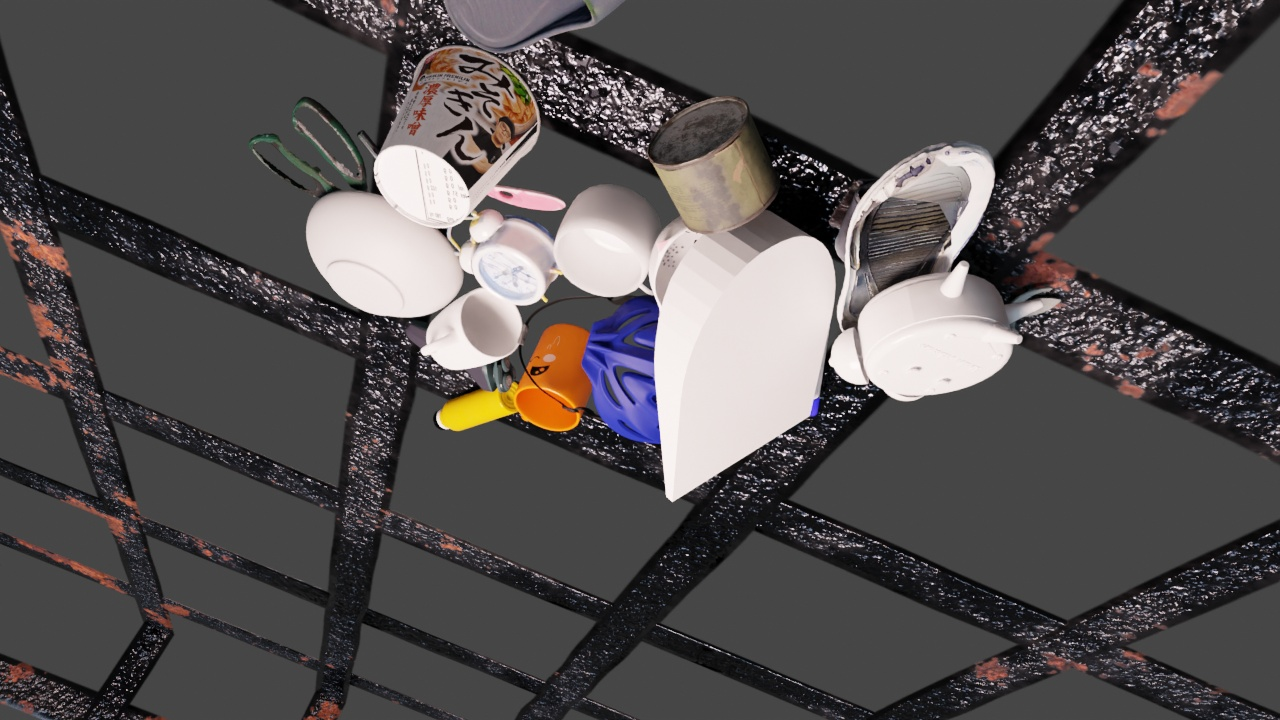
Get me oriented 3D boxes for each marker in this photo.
[{"bbox_3d":[-0.240,-0.173,0.943,0.011,0.011,0.152,-9,133,32],"label":"marker"},{"bbox_3d":[0.184,0.008,0.963,0.020,0.020,0.142,10,141,13],"label":"marker"}]

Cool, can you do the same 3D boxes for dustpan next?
[{"bbox_3d":[0.092,-0.013,0.851,0.053,0.191,0.258,40,144,35],"label":"dustpan"}]

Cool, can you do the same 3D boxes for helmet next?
[{"bbox_3d":[-0.006,0.005,0.952,0.228,0.147,0.241,14,175,34],"label":"helmet"}]

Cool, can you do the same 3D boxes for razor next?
[{"bbox_3d":[-0.217,-0.007,1.109,0.143,0.047,0.052,26,117,-3],"label":"razor"}]

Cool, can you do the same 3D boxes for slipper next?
[{"bbox_3d":[0.219,-0.103,0.779,0.111,0.063,0.264,-7,150,3],"label":"slipper"},{"bbox_3d":[-0.058,-0.294,0.663,0.269,0.083,0.110,-16,127,39],"label":"slipper"}]

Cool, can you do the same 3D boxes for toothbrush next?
[{"bbox_3d":[-0.139,-0.167,0.902,0.135,0.016,0.022,15,143,7],"label":"toothbrush"}]

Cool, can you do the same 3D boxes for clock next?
[{"bbox_3d":[-0.141,-0.109,0.946,0.125,0.051,0.089,29,142,-6],"label":"clock"},{"bbox_3d":[0.256,-0.013,0.805,0.125,0.072,0.161,18,145,-31],"label":"clock"}]

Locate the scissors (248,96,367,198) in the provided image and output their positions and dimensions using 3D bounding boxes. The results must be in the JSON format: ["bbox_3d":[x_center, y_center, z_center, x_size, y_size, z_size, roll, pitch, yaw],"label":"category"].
[{"bbox_3d":[-0.295,-0.188,0.948,0.209,0.015,0.138,35,138,-20],"label":"scissors"}]

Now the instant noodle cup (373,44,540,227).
[{"bbox_3d":[-0.166,-0.188,0.803,0.124,0.121,0.124,12,141,10],"label":"instant noodle cup"}]

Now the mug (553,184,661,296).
[{"bbox_3d":[-0.022,-0.109,0.877,0.115,0.067,0.095,37,139,-20],"label":"mug"}]

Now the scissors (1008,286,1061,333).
[{"bbox_3d":[0.313,-0.029,0.864,0.126,0.019,0.155,12,139,8],"label":"scissors"}]

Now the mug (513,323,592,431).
[{"bbox_3d":[-0.100,0.026,1.050,0.077,0.095,0.113,34,140,-17],"label":"mug"}]

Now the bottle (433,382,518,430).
[{"bbox_3d":[-0.214,0.062,1.186,0.144,0.043,0.043,-19,128,39],"label":"bottle"}]

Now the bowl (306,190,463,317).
[{"bbox_3d":[-0.285,-0.099,0.992,0.177,0.066,0.177,14,148,9],"label":"bowl"}]

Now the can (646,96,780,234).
[{"bbox_3d":[0.062,-0.161,0.760,0.090,0.089,0.074,-7,135,31],"label":"can"}]

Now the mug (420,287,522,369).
[{"bbox_3d":[-0.202,-0.026,1.024,0.088,0.114,0.081,-19,96,47],"label":"mug"}]

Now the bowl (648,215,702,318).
[{"bbox_3d":[0.056,-0.096,0.849,0.114,0.050,0.115,-14,131,-17],"label":"bowl"}]
